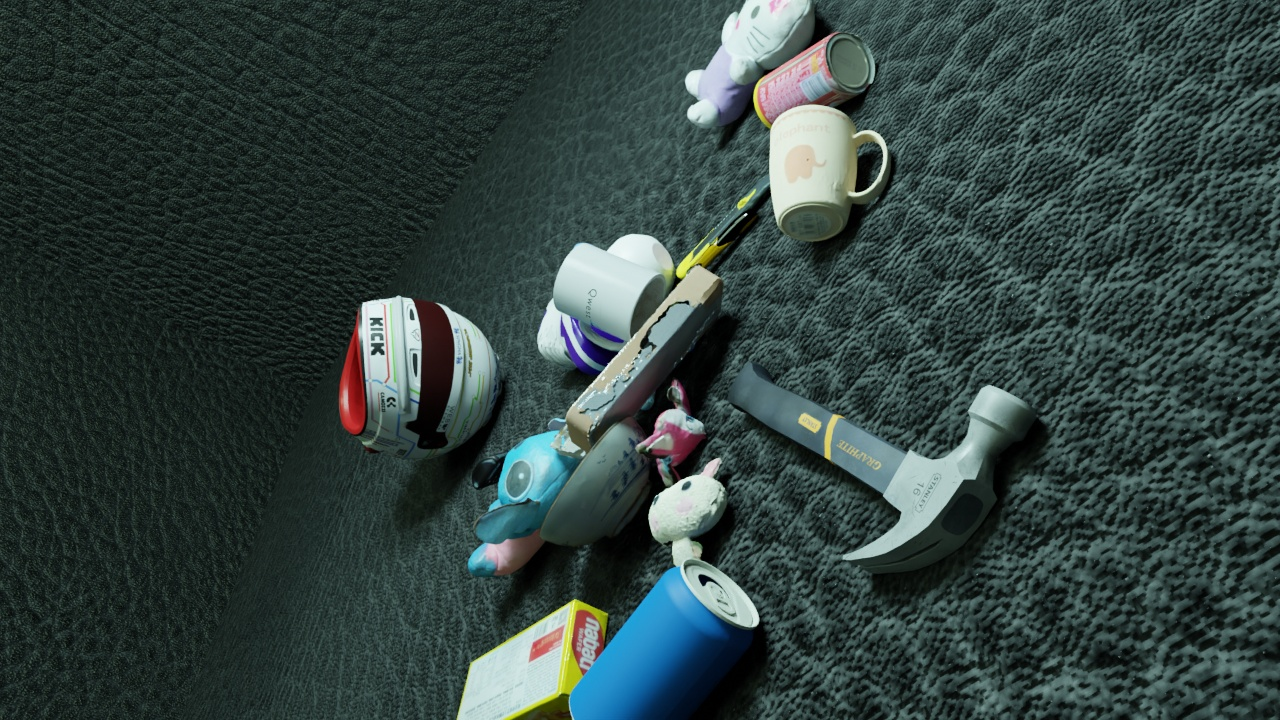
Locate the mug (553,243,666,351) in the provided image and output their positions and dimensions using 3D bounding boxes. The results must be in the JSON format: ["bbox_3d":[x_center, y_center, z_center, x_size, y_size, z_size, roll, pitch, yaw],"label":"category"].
[{"bbox_3d":[-0.035,-0.061,1.032,0.082,0.096,0.120,-47,-26,-42],"label":"mug"}]

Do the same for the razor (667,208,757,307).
[{"bbox_3d":[0.078,-0.115,1.028,0.144,0.021,0.044,-46,4,18],"label":"razor"}]

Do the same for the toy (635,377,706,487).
[{"bbox_3d":[0.037,0.064,0.866,0.050,0.065,0.102,-3,49,25],"label":"toy"}]

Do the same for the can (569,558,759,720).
[{"bbox_3d":[0.016,0.223,0.673,0.146,0.079,0.079,-54,23,13],"label":"can"}]

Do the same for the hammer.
[{"bbox_3d":[0.145,0.051,0.681,0.139,0.035,0.312,-60,22,3],"label":"hammer"}]

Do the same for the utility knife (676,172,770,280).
[{"bbox_3d":[0.120,-0.175,1.027,0.234,0.020,0.028,-47,27,25],"label":"utility knife"}]

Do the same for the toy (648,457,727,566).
[{"bbox_3d":[0.040,0.132,0.782,0.087,0.050,0.112,-33,29,48],"label":"toy"}]

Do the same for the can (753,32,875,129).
[{"bbox_3d":[0.182,-0.294,0.979,0.125,0.066,0.066,-14,50,60],"label":"can"}]

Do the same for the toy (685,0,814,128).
[{"bbox_3d":[0.141,-0.386,1.155,0.210,0.085,0.137,-45,29,35],"label":"toy"}]

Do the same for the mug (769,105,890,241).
[{"bbox_3d":[0.173,-0.171,0.846,0.112,0.085,0.104,-7,61,26],"label":"mug"}]

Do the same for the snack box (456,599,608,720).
[{"bbox_3d":[-0.108,0.308,0.874,0.201,0.042,0.092,-40,30,39],"label":"snack box"}]

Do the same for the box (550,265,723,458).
[{"bbox_3d":[-0.003,0.008,0.933,0.216,0.071,0.157,-49,9,-21],"label":"box"}]

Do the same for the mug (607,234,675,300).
[{"bbox_3d":[0.000,-0.092,1.088,0.076,0.090,0.123,-31,53,32],"label":"mug"}]

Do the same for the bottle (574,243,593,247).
[{"bbox_3d":[-0.097,-0.107,1.349,0.048,0.048,0.131,-18,46,58],"label":"bottle"}]

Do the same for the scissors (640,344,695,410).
[{"bbox_3d":[0.020,0.005,1.023,0.126,0.014,0.130,-18,43,57],"label":"scissors"}]

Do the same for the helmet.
[{"bbox_3d":[-0.336,0.029,1.428,0.315,0.235,0.230,130,135,-55],"label":"helmet"}]

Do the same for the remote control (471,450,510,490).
[{"bbox_3d":[-0.157,0.122,1.085,0.045,0.021,0.140,-54,-12,10],"label":"remote control"}]

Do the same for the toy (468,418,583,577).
[{"bbox_3d":[-0.127,0.161,1.012,0.192,0.099,0.223,-54,2,30],"label":"toy"}]

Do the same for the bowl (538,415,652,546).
[{"bbox_3d":[-0.029,0.127,0.876,0.150,0.057,0.151,-50,-14,-18],"label":"bowl"}]

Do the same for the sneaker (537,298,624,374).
[{"bbox_3d":[-0.088,-0.029,1.190,0.111,0.091,0.244,-53,20,17],"label":"sneaker"}]
